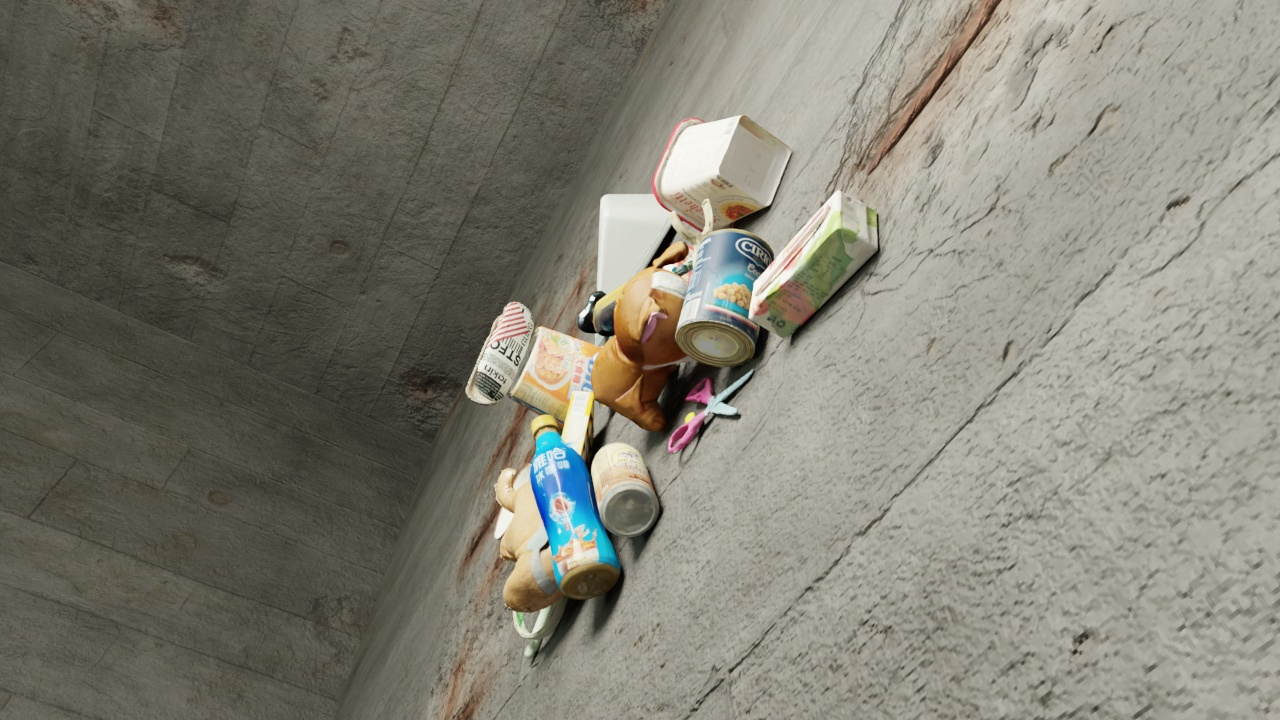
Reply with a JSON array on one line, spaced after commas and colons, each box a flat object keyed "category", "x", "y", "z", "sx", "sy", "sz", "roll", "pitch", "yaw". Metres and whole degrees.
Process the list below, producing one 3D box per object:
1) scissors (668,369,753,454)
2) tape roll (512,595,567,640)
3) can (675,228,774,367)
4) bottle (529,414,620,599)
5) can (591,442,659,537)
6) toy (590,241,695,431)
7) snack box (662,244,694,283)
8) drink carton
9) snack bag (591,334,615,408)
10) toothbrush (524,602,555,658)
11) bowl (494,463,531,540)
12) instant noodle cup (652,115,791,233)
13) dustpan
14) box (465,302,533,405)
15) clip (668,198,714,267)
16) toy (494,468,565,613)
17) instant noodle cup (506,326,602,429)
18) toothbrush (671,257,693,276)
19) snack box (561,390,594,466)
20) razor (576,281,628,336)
[{"category": "scissors", "x": 0.068, "y": 0.037, "z": 0.873, "sx": 0.135, "sy": 0.017, "sz": 0.112, "roll": -45, "pitch": 19, "yaw": 42}, {"category": "tape roll", "x": -0.117, "y": 0.281, "z": 1.066, "sx": 0.086, "sy": 0.014, "sz": 0.085, "roll": -30, "pitch": 46, "yaw": 37}, {"category": "can", "x": 0.080, "y": -0.057, "z": 0.863, "sx": 0.075, "sy": 0.075, "sz": 0.111, "roll": -44, "pitch": 25, "yaw": 55}, {"category": "bottle", "x": -0.078, "y": 0.145, "z": 0.970, "sx": 0.065, "sy": 0.065, "sz": 0.218, "roll": -56, "pitch": 37, "yaw": 31}, {"category": "can", "x": -0.017, "y": 0.129, "z": 0.931, "sx": 0.058, "sy": 0.058, "sz": 0.116, "roll": -62, "pitch": 14, "yaw": 11}, {"category": "toy", "x": 0.017, "y": -0.018, "z": 0.951, "sx": 0.139, "sy": 0.130, "sz": 0.200, "roll": -82, "pitch": 1, "yaw": -45}, {"category": "snack box", "x": 0.037, "y": -0.079, "z": 1.158, "sx": 0.075, "sy": 0.025, "sz": 0.152, "roll": -53, "pitch": 19, "yaw": 37}, {"category": "drink carton", "x": 0.138, "y": -0.077, "z": 0.746, "sx": 0.123, "sy": 0.045, "sz": 0.053, "roll": -50, "pitch": 19, "yaw": 44}, {"category": "snack bag", "x": -0.034, "y": -0.011, "z": 1.280, "sx": 0.190, "sy": 0.039, "sz": 0.110, "roll": -96, "pitch": 29, "yaw": -68}, {"category": "toothbrush", "x": -0.100, "y": 0.259, "z": 1.088, "sx": 0.029, "sy": 0.020, "sz": 0.189, "roll": 132, "pitch": 158, "yaw": -75}, {"category": "bowl", "x": -0.153, "y": 0.207, "z": 1.286, "sx": 0.114, "sy": 0.062, "sz": 0.113, "roll": -58, "pitch": 17, "yaw": 28}, {"category": "instant noodle cup", "x": 0.093, "y": -0.212, "z": 1.028, "sx": 0.124, "sy": 0.116, "sz": 0.116, "roll": 0, "pitch": 64, "yaw": 63}, {"category": "dustpan", "x": 0.003, "y": -0.172, "z": 1.438, "sx": 0.222, "sy": 0.142, "sz": 0.258, "roll": -98, "pitch": 9, "yaw": -72}, {"category": "box", "x": -0.220, "y": -0.008, "z": 1.413, "sx": 0.088, "sy": 0.076, "sz": 0.162, "roll": -12, "pitch": 53, "yaw": 45}, {"category": "clip", "x": 0.070, "y": -0.121, "z": 0.988, "sx": 0.100, "sy": 0.071, "sz": 0.035, "roll": 69, "pitch": 160, "yaw": -1}, {"category": "toy", "x": -0.113, "y": 0.187, "z": 1.066, "sx": 0.143, "sy": 0.082, "sz": 0.225, "roll": -36, "pitch": 31, "yaw": 6}, {"category": "instant noodle cup", "x": -0.133, "y": 0.024, "z": 1.423, "sx": 0.152, "sy": 0.111, "sz": 0.151, "roll": -58, "pitch": 16, "yaw": 26}, {"category": "toothbrush", "x": 0.056, "y": -0.109, "z": 1.060, "sx": 0.018, "sy": 0.016, "sz": 0.191, "roll": -23, "pitch": 5, "yaw": 14}, {"category": "snack box", "x": -0.085, "y": 0.117, "z": 1.186, "sx": 0.140, "sy": 0.034, "sz": 0.087, "roll": -77, "pitch": -7, "yaw": -47}, {"category": "razor", "x": -0.026, "y": -0.079, "z": 1.214, "sx": 0.168, "sy": 0.062, "sz": 0.067, "roll": -30, "pitch": 64, "yaw": 54}]
